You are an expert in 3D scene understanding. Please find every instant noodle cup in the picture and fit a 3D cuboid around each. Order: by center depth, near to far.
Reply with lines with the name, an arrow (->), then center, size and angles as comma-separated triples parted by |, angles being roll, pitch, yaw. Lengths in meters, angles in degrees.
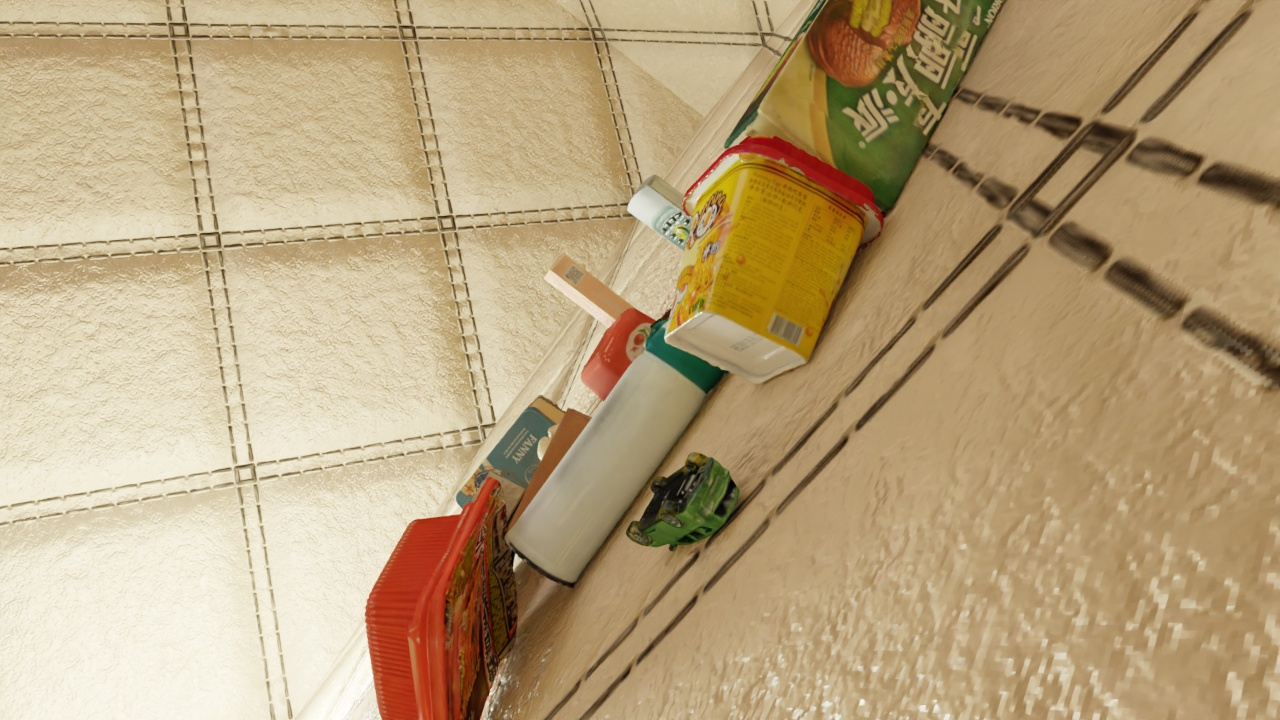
instant noodle cup -> 0.078, -0.060, 0.597 | 0.116, 0.116, 0.123 | -34, 34, 66
instant noodle cup -> -0.147, 0.196, 0.687 | 0.188, 0.079, 0.165 | -80, -9, -66

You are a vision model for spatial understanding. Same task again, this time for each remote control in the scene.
remote control -> 0.051, -0.121, 0.869 | 0.019, 0.135, 0.056 | -60, 11, -26

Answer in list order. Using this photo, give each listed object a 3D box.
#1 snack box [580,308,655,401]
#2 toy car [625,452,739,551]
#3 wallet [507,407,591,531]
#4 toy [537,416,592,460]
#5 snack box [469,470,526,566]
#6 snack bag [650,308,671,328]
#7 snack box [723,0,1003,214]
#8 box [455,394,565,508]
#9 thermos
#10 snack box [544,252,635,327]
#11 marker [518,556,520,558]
snack box -> -0.005, 0.005, 0.867 | 0.082, 0.080, 0.091 | -45, 12, 49
toy car -> 0.024, 0.085, 0.533 | 0.043, 0.036, 0.091 | -60, 11, -29
wallet -> -0.064, 0.112, 0.808 | 0.108, 0.031, 0.131 | 20, 82, 58
toy -> -0.064, 0.084, 0.928 | 0.105, 0.066, 0.157 | -39, 10, -20
snack box -> -0.175, 0.225, 0.880 | 0.183, 0.046, 0.177 | 108, -171, -52
snack bag -> 0.034, -0.011, 0.803 | 0.048, 0.026, 0.104 | -43, 33, 21
snack box -> 0.167, -0.215, 0.667 | 0.239, 0.114, 0.063 | -57, 10, -23
box -> -0.136, 0.123, 1.094 | 0.185, 0.090, 0.063 | -52, 2, 24
thermos -> -0.016, 0.065, 0.720 | 0.224, 0.073, 0.073 | -54, 8, -1
snack box -> -0.037, -0.059, 1.033 | 0.026, 0.157, 0.084 | -53, 7, -7
marker -> -0.094, 0.179, 0.897 | 0.124, 0.015, 0.018 | -37, 21, 56
